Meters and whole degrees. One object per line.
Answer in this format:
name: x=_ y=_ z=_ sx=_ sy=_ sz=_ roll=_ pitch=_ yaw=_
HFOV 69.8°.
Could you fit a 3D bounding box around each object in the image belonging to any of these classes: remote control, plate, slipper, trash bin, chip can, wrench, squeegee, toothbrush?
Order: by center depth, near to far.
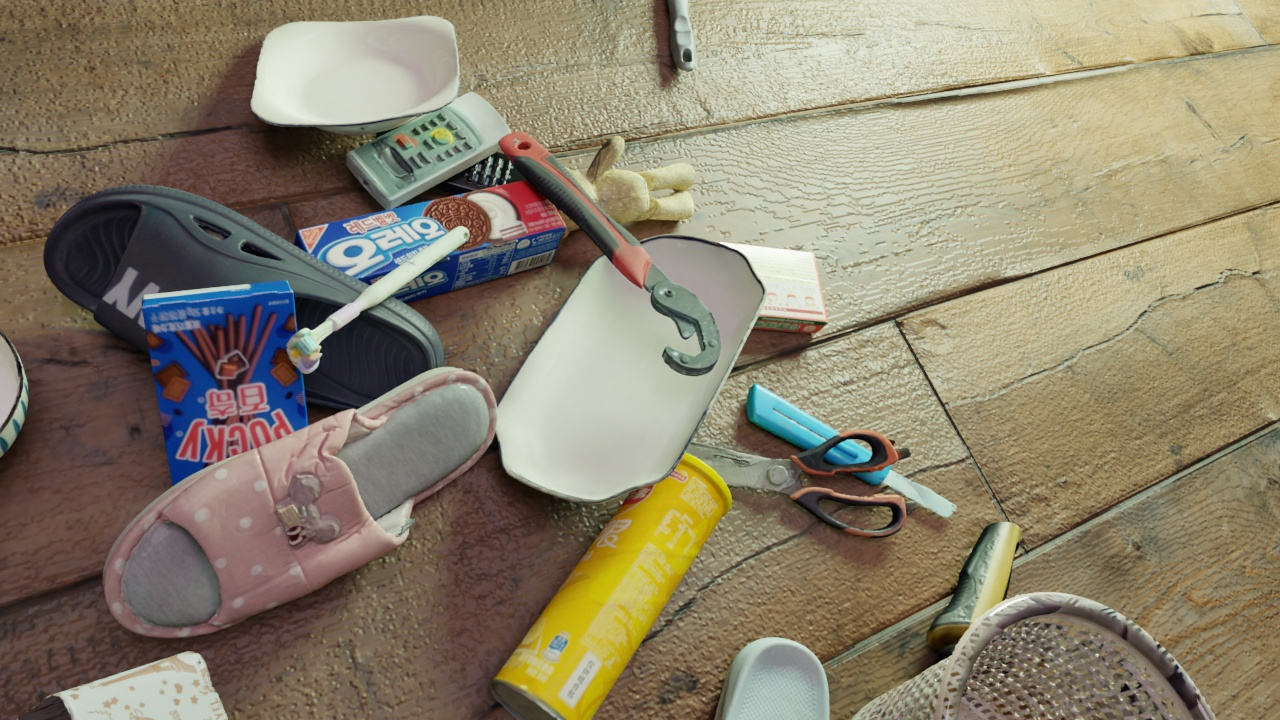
slipper: x=-0.198 y=0.088 z=0.593 sx=0.054 sy=0.114 sz=0.273 roll=19 pitch=37 yaw=41
trash bin: x=0.239 y=0.288 z=0.612 sx=0.227 sy=0.193 sz=0.227 roll=9 pitch=61 yaw=-17
slipper: x=0.087 y=0.304 z=0.615 sx=0.104 sy=0.074 sz=0.244 roll=24 pitch=57 yaw=-10
slipper: x=-0.263 y=-0.029 z=0.615 sx=0.268 sy=0.111 sz=0.083 roll=23 pitch=20 yaw=-15
toothbrush: x=-0.172 y=-0.050 z=0.630 sx=0.020 sy=0.029 sz=0.189 roll=11 pitch=35 yaw=21
chip can: x=-0.015 y=0.162 z=0.649 sx=0.072 sy=0.072 sz=0.212 roll=38 pitch=57 yaw=0
plate: x=-0.004 y=0.004 z=0.720 sx=0.162 sy=0.034 sz=0.265 roll=14 pitch=56 yaw=25
wrench: x=-0.026 y=-0.093 z=0.722 sx=0.056 sy=0.016 sz=0.273 roll=-26 pitch=65 yaw=-30
remote control: x=-0.172 y=-0.176 z=0.761 sx=0.134 sy=0.019 sz=0.056 roll=-37 pitch=81 yaw=-30
plate: x=-0.232 y=-0.233 z=0.763 sx=0.164 sy=0.034 sz=0.163 roll=-6 pitch=48 yaw=-8
remote control: x=-0.160 y=-0.166 z=0.787 sx=0.136 sy=0.024 sz=0.053 roll=16 pitch=62 yaw=-11
squeegee: x=0.038 y=-0.405 z=0.982 sx=0.247 sy=0.040 sz=0.249 roll=-3 pitch=70 yaw=-6

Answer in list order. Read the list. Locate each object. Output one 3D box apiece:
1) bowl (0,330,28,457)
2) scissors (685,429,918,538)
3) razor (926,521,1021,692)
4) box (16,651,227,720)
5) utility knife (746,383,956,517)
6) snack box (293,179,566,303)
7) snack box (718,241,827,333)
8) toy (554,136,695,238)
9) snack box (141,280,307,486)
bowl: x=-0.433 y=0.030 z=0.553 sx=0.116 sy=0.066 sz=0.116 roll=9 pitch=60 yaw=-17
scissors: x=0.130 y=0.086 z=0.770 sx=0.196 sy=0.015 sz=0.205 roll=-41 pitch=91 yaw=-16
razor: x=0.286 y=0.201 z=0.763 sx=0.068 sy=0.062 sz=0.167 roll=17 pitch=47 yaw=25
box: x=-0.315 y=0.283 z=0.456 sx=0.273 sy=0.125 sz=0.178 roll=-28 pitch=76 yaw=-2
utility knife: x=0.186 y=0.084 z=0.802 sx=0.216 sy=0.018 sz=0.034 roll=29 pitch=57 yaw=-7
snack box: x=-0.164 y=-0.088 z=0.727 sx=0.207 sy=0.057 sz=0.058 roll=-19 pitch=70 yaw=-28
snack box: x=0.092 y=-0.069 z=0.837 sx=0.155 sy=0.027 sz=0.077 roll=4 pitch=63 yaw=-20
toy: x=-0.016 y=-0.147 z=0.820 sx=0.157 sy=0.066 sz=0.105 roll=-11 pitch=111 yaw=-30
snack box: x=-0.259 y=0.031 z=0.585 sx=0.084 sy=0.026 sz=0.157 roll=-9 pitch=113 yaw=-26
